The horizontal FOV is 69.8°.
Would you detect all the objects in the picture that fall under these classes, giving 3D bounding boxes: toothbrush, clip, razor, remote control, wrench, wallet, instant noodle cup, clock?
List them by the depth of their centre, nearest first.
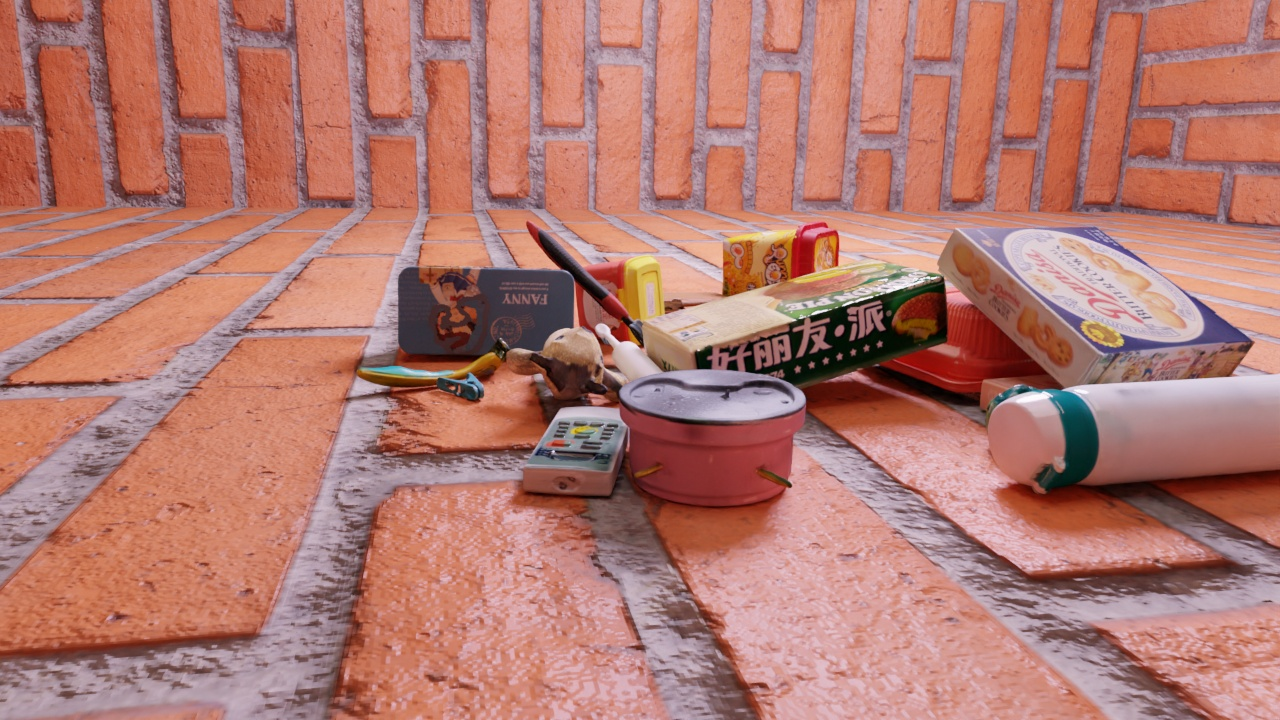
[{"bbox_3d":[0.046,0.043,0.601,0.117,0.060,0.158,1,15,5],"label":"clock"},{"bbox_3d":[-0.038,0.057,0.615,0.056,0.019,0.135,2,14,6],"label":"remote control"},{"bbox_3d":[-0.146,0.022,0.767,0.034,0.013,0.055,-11,18,-37],"label":"clip"},{"bbox_3d":[-0.005,0.005,0.780,0.026,0.026,0.221,-31,25,-6],"label":"toothbrush"},{"bbox_3d":[-0.178,0.007,0.792,0.132,0.028,0.043,-8,-19,-36],"label":"razor"},{"bbox_3d":[0.316,-0.023,0.854,0.188,0.079,0.164,-7,15,-26],"label":"instant noodle cup"},{"bbox_3d":[-0.041,-0.067,0.913,0.016,0.056,0.273,-38,51,-11],"label":"wrench"},{"bbox_3d":[0.049,-0.066,1.110,0.131,0.031,0.108,-3,11,-19],"label":"wallet"},{"bbox_3d":[0.173,-0.115,1.148,0.124,0.116,0.115,7,15,30],"label":"instant noodle cup"}]

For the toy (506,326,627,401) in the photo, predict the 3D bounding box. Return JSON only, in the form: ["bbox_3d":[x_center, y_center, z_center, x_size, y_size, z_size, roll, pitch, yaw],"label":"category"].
[{"bbox_3d":[-0.056,-0.002,0.762,0.105,0.066,0.157,22,6,-6],"label":"toy"}]

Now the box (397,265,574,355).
[{"bbox_3d":[-0.144,-0.049,0.900,0.184,0.090,0.063,-1,8,-3],"label":"box"}]

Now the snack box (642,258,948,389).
[{"bbox_3d":[0.132,-0.026,0.786,0.239,0.063,0.114,-16,19,-18],"label":"snack box"}]

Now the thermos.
[{"bbox_3d":[0.338,0.044,0.600,0.224,0.073,0.073,-2,14,-13],"label":"thermos"}]

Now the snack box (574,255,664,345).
[{"bbox_3d":[-0.024,-0.064,0.978,0.080,0.091,0.081,1,12,27],"label":"snack box"}]

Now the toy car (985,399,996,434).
[{"bbox_3d":[0.290,0.044,0.649,0.091,0.043,0.036,2,13,2],"label":"toy car"}]

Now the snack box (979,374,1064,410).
[{"bbox_3d":[0.364,0.032,0.738,0.157,0.026,0.084,-4,15,-19],"label":"snack box"}]

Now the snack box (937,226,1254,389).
[{"bbox_3d":[0.377,-0.048,0.771,0.182,0.046,0.177,-5,41,-25],"label":"snack box"}]
